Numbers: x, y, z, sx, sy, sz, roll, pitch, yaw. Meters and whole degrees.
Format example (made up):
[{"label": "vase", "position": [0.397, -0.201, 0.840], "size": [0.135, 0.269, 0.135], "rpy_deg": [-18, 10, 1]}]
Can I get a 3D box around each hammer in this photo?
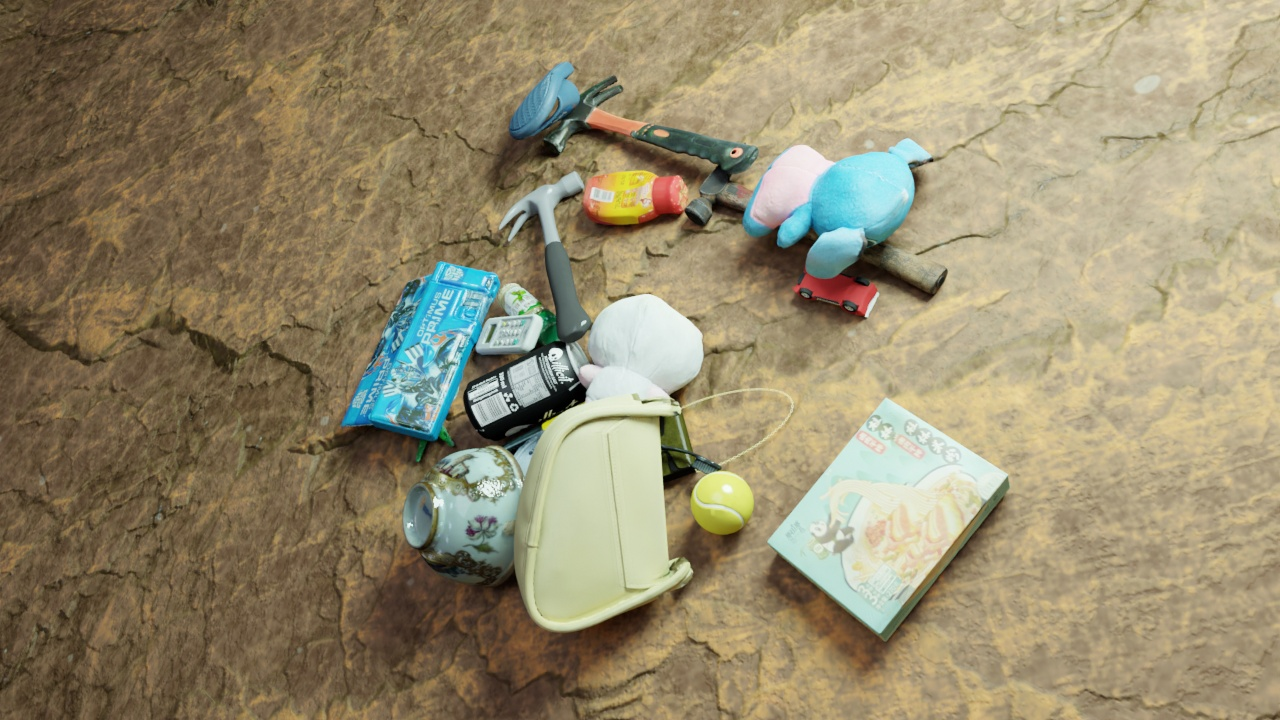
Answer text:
[{"label": "hammer", "position": [0.210, -0.163, 1.082], "size": [0.330, 0.033, 0.120], "rpy_deg": [30, 78, 33]}, {"label": "hammer", "position": [0.017, -0.302, 1.226], "size": [0.333, 0.033, 0.133], "rpy_deg": [27, 75, 38]}, {"label": "hammer", "position": [-0.111, -0.129, 1.172], "size": [0.125, 0.029, 0.310], "rpy_deg": [-27, 43, 10]}]

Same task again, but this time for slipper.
[{"label": "slipper", "position": [-0.131, -0.360, 1.292], "size": [0.104, 0.059, 0.213], "rpy_deg": [-38, 21, 25]}]

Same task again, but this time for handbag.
[{"label": "handbag", "position": [-0.045, 0.153, 0.952], "size": [0.190, 0.088, 0.233], "rpy_deg": [-3, 91, -13]}, {"label": "handbag", "position": [0.083, 0.076, 1.019], "size": [0.178, 0.027, 0.084], "rpy_deg": [-21, 59, 12]}]

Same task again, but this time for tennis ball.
[{"label": "tennis ball", "position": [0.085, 0.148, 0.955], "size": [0.065, 0.065, 0.065], "rpy_deg": [-11, 61, 19]}]

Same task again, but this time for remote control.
[{"label": "remote control", "position": [-0.165, -0.031, 1.161], "size": [0.134, 0.022, 0.050], "rpy_deg": [-1, 66, 54]}]

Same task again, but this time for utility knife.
[{"label": "utility knife", "position": [-0.127, 0.093, 1.103], "size": [0.175, 0.029, 0.020], "rpy_deg": [-27, 53, 9]}]

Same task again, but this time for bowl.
[{"label": "bowl", "position": [-0.205, 0.172, 1.018], "size": [0.160, 0.093, 0.159], "rpy_deg": [-12, 74, 49]}]

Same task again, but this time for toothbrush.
[{"label": "toothbrush", "position": [0.004, 0.089, 1.017], "size": [0.188, 0.014, 0.017], "rpy_deg": [20, 79, 24]}]

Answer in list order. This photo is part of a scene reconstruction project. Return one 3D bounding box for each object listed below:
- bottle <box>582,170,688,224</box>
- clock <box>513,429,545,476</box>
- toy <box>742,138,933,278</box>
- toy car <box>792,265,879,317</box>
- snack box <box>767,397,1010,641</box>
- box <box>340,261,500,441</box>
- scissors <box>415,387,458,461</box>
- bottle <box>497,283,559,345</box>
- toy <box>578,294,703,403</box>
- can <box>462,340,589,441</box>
[{"label": "bottle", "position": [-0.005, -0.213, 1.194], "size": [0.134, 0.048, 0.071], "rpy_deg": [1, 65, 25]}, {"label": "clock", "position": [-0.076, 0.128, 1.044], "size": [0.158, 0.059, 0.117], "rpy_deg": [-44, 56, -2]}, {"label": "toy", "position": [0.221, -0.191, 1.029], "size": [0.192, 0.099, 0.223], "rpy_deg": [21, 62, 41]}, {"label": "toy car", "position": [0.220, -0.079, 1.037], "size": [0.089, 0.025, 0.038], "rpy_deg": [21, 75, 32]}, {"label": "snack box", "position": [0.240, 0.151, 0.896], "size": [0.141, 0.044, 0.193], "rpy_deg": [37, 84, 36]}, {"label": "box", "position": [-0.302, -0.020, 1.216], "size": [0.176, 0.060, 0.243], "rpy_deg": [4, 62, 27]}, {"label": "scissors", "position": [-0.267, 0.069, 1.191], "size": [0.123, 0.011, 0.127], "rpy_deg": [-47, 55, -4]}, {"label": "bottle", "position": [-0.142, -0.061, 1.184], "size": [0.042, 0.042, 0.110], "rpy_deg": [-47, 54, -4]}, {"label": "toy", "position": [-0.006, 0.006, 1.043], "size": [0.139, 0.101, 0.179], "rpy_deg": [19, 65, 16]}, {"label": "can", "position": [-0.134, 0.035, 1.105], "size": [0.146, 0.080, 0.080], "rpy_deg": [-25, 57, 11]}]
